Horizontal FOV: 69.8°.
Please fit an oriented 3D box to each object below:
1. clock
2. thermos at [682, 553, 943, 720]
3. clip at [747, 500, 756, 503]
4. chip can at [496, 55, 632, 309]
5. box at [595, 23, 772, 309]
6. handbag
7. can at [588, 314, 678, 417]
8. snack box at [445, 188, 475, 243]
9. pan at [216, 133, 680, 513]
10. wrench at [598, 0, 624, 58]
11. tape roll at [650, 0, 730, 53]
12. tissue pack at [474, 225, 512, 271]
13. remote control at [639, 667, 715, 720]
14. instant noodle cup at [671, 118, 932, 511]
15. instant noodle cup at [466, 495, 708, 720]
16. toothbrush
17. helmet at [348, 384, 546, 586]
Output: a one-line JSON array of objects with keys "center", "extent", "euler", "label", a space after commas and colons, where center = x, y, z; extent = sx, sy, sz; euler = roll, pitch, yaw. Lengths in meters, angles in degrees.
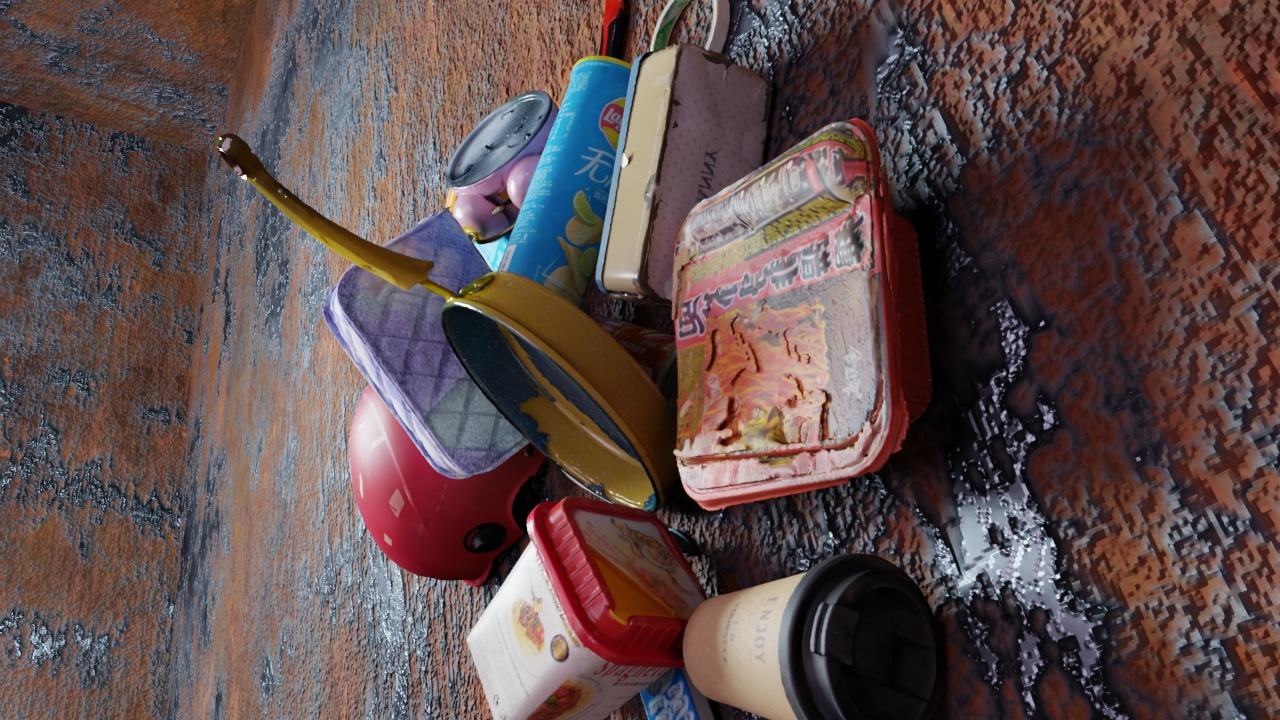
[{"center": [-0.109, -0.160, 0.789], "extent": [0.117, 0.060, 0.158], "euler": [-22, 40, 27], "label": "clock"}, {"center": [0.082, 0.149, 0.471], "extent": [0.144, 0.093, 0.093], "euler": [-27, 59, 59], "label": "thermos"}, {"center": [0.057, 0.071, 0.590], "extent": [0.054, 0.013, 0.033], "euler": [7, 87, 55], "label": "clip"}, {"center": [-0.051, -0.126, 0.702], "extent": [0.071, 0.071, 0.210], "euler": [-9, 59, 55], "label": "chip can"}, {"center": [0.031, -0.124, 0.614], "extent": [0.060, 0.089, 0.184], "euler": [6, 84, 58], "label": "box"}, {"center": [-0.152, -0.011, 0.735], "extent": [0.194, 0.133, 0.076], "euler": [57, 150, -10], "label": "handbag"}, {"center": [-0.004, 0.004, 0.658], "extent": [0.147, 0.057, 0.058], "euler": [19, 98, 56], "label": "can"}, {"center": [-0.168, -0.092, 0.913], "extent": [0.026, 0.075, 0.154], "euler": [27, 104, 57], "label": "snack box"}, {"center": [-0.113, -0.022, 0.596], "extent": [0.078, 0.357, 0.198], "euler": [-47, 17, -21], "label": "pan"}, {"center": [-0.029, -0.283, 0.809], "extent": [0.056, 0.016, 0.273], "euler": [-9, 74, 59], "label": "wrench"}, {"center": [0.036, -0.248, 0.704], "extent": [0.086, 0.013, 0.085], "euler": [-20, 66, 53], "label": "tape roll"}, {"center": [-0.112, -0.073, 0.836], "extent": [0.140, 0.063, 0.090], "euler": [48, 122, 52], "label": "tissue pack"}, {"center": [0.017, 0.204, 0.604], "extent": [0.049, 0.024, 0.124], "euler": [-54, 43, 33], "label": "remote control"}, {"center": [0.089, -0.015, 0.506], "extent": [0.165, 0.079, 0.188], "euler": [-21, 63, 53], "label": "instant noodle cup"}, {"center": [-0.036, 0.165, 0.572], "extent": [0.124, 0.116, 0.116], "euler": [-51, 47, 20], "label": "instant noodle cup"}, {"center": [-0.020, 0.106, 0.692], "extent": [0.192, 0.018, 0.016], "euler": [23, 101, 55], "label": "toothbrush"}, {"center": [-0.201, 0.098, 0.858], "extent": [0.207, 0.143, 0.240], "euler": [43, 119, 50], "label": "helmet"}]
